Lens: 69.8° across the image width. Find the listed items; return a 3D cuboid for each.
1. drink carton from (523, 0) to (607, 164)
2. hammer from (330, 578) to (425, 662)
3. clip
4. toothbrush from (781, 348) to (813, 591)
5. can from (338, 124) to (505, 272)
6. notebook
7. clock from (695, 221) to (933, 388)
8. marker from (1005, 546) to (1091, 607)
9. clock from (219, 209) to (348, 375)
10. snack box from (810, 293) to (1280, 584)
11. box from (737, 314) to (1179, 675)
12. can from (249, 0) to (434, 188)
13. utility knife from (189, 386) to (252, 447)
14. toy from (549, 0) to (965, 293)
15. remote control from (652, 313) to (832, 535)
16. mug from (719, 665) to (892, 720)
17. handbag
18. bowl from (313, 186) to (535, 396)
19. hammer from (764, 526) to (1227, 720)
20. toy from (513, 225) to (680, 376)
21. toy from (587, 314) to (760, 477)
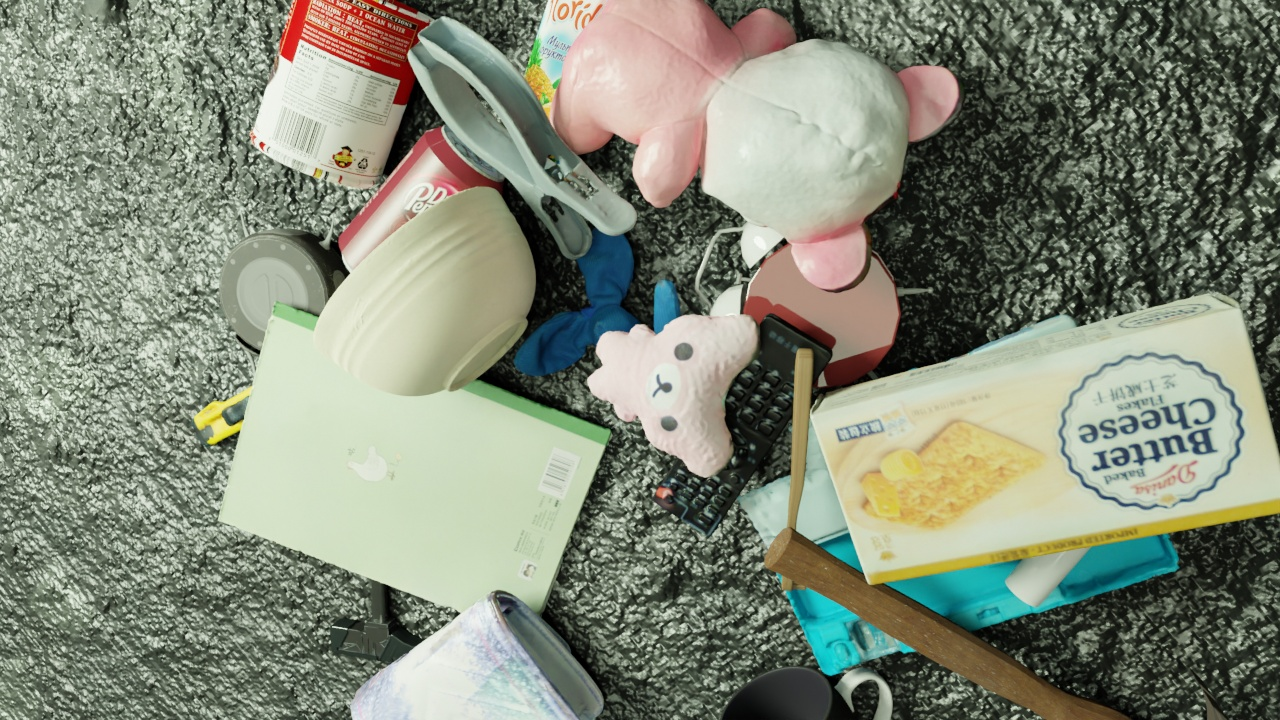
[{"bbox_3d":[-0.049,-0.186,0.585,0.044,0.038,0.129,24,108,9],"label":"drink carton"},{"bbox_3d":[-0.194,0.077,0.693,0.095,0.015,0.325,4,102,13],"label":"hammer"},{"bbox_3d":[-0.065,-0.132,0.535,0.163,0.108,0.027,49,67,-17],"label":"clip"},{"bbox_3d":[0.096,0.070,0.549,0.016,0.016,0.167,2,115,8],"label":"toothbrush"},{"bbox_3d":[-0.147,-0.099,0.617,0.063,0.063,0.114,47,109,2],"label":"can"},{"bbox_3d":[-0.167,0.084,0.664,0.252,0.010,0.182,21,108,-1],"label":"notebook"},{"bbox_3d":[0.103,-0.037,0.571,0.137,0.048,0.096,24,106,9],"label":"clock"},{"bbox_3d":[0.255,0.083,0.519,0.027,0.023,0.133,26,111,-11],"label":"marker"},{"bbox_3d":[-0.255,-0.045,0.667,0.091,0.043,0.123,5,105,10],"label":"clock"},{"bbox_3d":[0.206,0.045,0.483,0.208,0.057,0.104,-16,97,22],"label":"snack box"},{"bbox_3d":[0.185,0.087,0.573,0.227,0.056,0.185,-24,102,18],"label":"box"},{"bbox_3d":[-0.195,-0.184,0.600,0.086,0.086,0.116,27,106,8],"label":"can"},{"bbox_3d":[-0.287,0.025,0.707,0.163,0.017,0.030,-27,103,15],"label":"utility knife"},{"bbox_3d":[0.060,-0.142,0.526,0.213,0.084,0.142,31,83,11],"label":"toy"},{"bbox_3d":[0.061,0.041,0.567,0.047,0.022,0.151,32,115,5],"label":"remote control"},{"bbox_3d":[0.125,0.263,0.620,0.118,0.085,0.100,-32,106,-11],"label":"mug"},{"bbox_3d":[-0.121,0.254,0.681,0.159,0.069,0.126,-37,91,18],"label":"handbag"},{"bbox_3d":[-0.120,-0.029,0.577,0.151,0.150,0.075,-44,87,18],"label":"bowl"},{"bbox_3d":[0.221,0.190,0.562,0.323,0.033,0.115,30,114,-6],"label":"hammer"},{"bbox_3d":[-0.004,0.003,0.600,0.113,0.071,0.176,-44,88,7],"label":"toy"},{"bbox_3d":[0.016,0.012,0.538,0.096,0.052,0.099,15,103,9],"label":"toy"}]
